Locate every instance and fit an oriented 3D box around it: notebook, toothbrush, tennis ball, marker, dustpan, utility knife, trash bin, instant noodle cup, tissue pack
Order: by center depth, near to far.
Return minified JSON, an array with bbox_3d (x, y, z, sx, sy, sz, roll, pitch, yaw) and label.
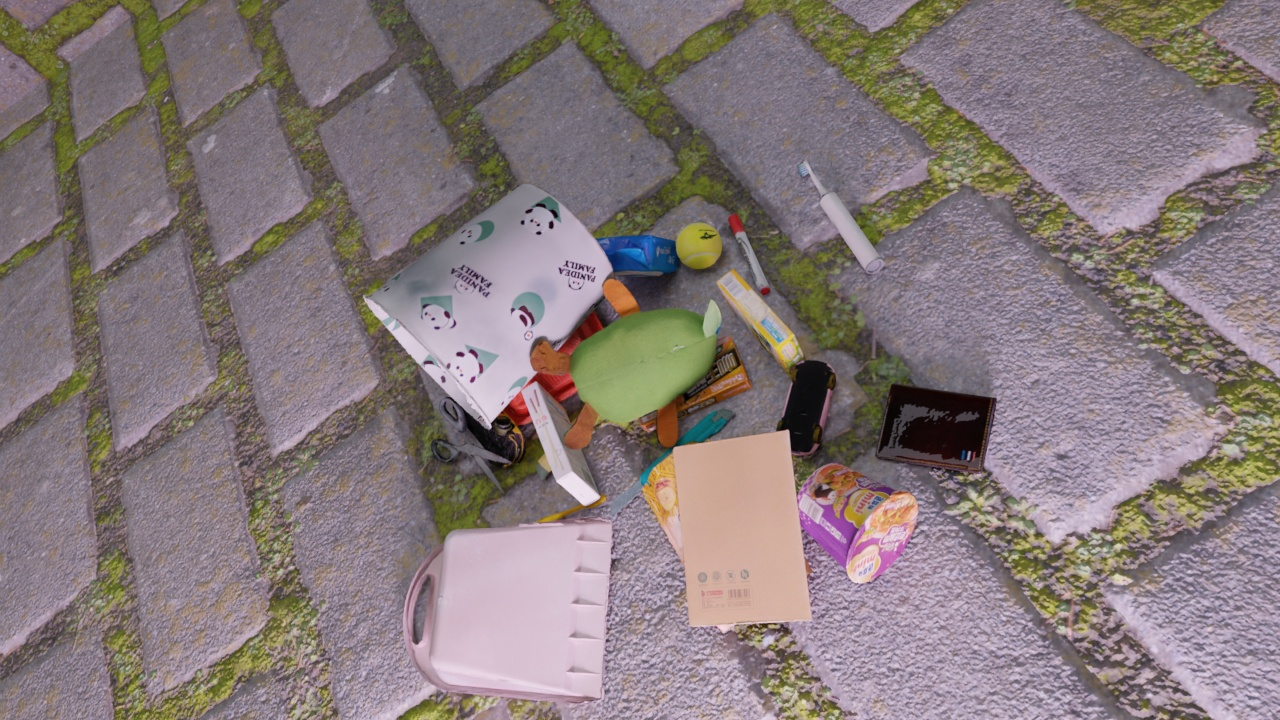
[{"bbox_3d":[0.232,0.171,1.011,0.111,0.111,0.099,-48,44,-7],"label":"instant noodle cup"},{"bbox_3d":[0.112,0.191,1.038,0.148,0.008,0.207,-12,76,28],"label":"notebook"},{"bbox_3d":[-0.170,0.311,1.164,0.273,0.139,0.222,7,65,-2],"label":"dustpan"},{"bbox_3d":[0.038,0.128,1.177,0.205,0.013,0.029,-42,53,-2],"label":"utility knife"},{"bbox_3d":[-0.182,-0.078,1.183,0.251,0.230,0.229,-43,53,-14],"label":"trash bin"},{"bbox_3d":[-0.127,0.215,1.205,0.191,0.018,0.016,-25,53,13],"label":"toothbrush"},{"bbox_3d":[0.268,-0.202,1.252,0.026,0.027,0.220,-32,54,11],"label":"toothbrush"},{"bbox_3d":[-0.087,0.095,1.253,0.031,0.018,0.164,36,82,31],"label":"utility knife"},{"bbox_3d":[-0.010,-0.143,1.281,0.095,0.157,0.052,-2,92,22],"label":"tissue pack"},{"bbox_3d":[0.151,-0.149,1.282,0.017,0.017,0.145,-24,55,10],"label":"marker"},{"bbox_3d":[0.082,-0.161,1.291,0.066,0.065,0.065,-11,58,19],"label":"tennis ball"},{"bbox_3d":[-0.142,-0.018,1.306,0.189,0.079,0.164,-33,57,-1],"label":"instant noodle cup"}]

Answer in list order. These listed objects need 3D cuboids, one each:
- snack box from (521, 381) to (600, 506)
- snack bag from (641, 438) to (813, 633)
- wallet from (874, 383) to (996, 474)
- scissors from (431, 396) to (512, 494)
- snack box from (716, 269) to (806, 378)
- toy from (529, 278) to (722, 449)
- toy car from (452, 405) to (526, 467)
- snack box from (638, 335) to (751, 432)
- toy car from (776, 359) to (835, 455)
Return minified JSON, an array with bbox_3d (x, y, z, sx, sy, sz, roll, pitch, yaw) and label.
[{"bbox_3d":[-0.103,0.107,1.191,0.027,0.085,0.156,-31,52,5],"label":"snack box"},{"bbox_3d":[0.094,0.200,1.087,0.128,0.073,0.207,-36,61,2],"label":"snack bag"},{"bbox_3d":[0.341,0.078,1.062,0.122,0.020,0.096,7,66,31],"label":"wallet"},{"bbox_3d":[-0.241,0.121,1.277,0.160,0.014,0.174,-31,73,41],"label":"scissors"},{"bbox_3d":[0.157,-0.047,1.177,0.034,0.087,0.140,-36,53,2],"label":"snack box"},{"bbox_3d":[-0.007,0.007,1.158,0.246,0.090,0.227,-22,97,-11],"label":"toy"},{"bbox_3d":[-0.215,0.084,1.287,0.041,0.071,0.156,-16,45,-40],"label":"toy car"},{"bbox_3d":[0.064,0.031,1.213,0.154,0.026,0.075,-25,56,10],"label":"snack box"},{"bbox_3d":[0.204,0.058,1.124,0.056,0.037,0.122,10,70,24],"label":"toy car"}]
